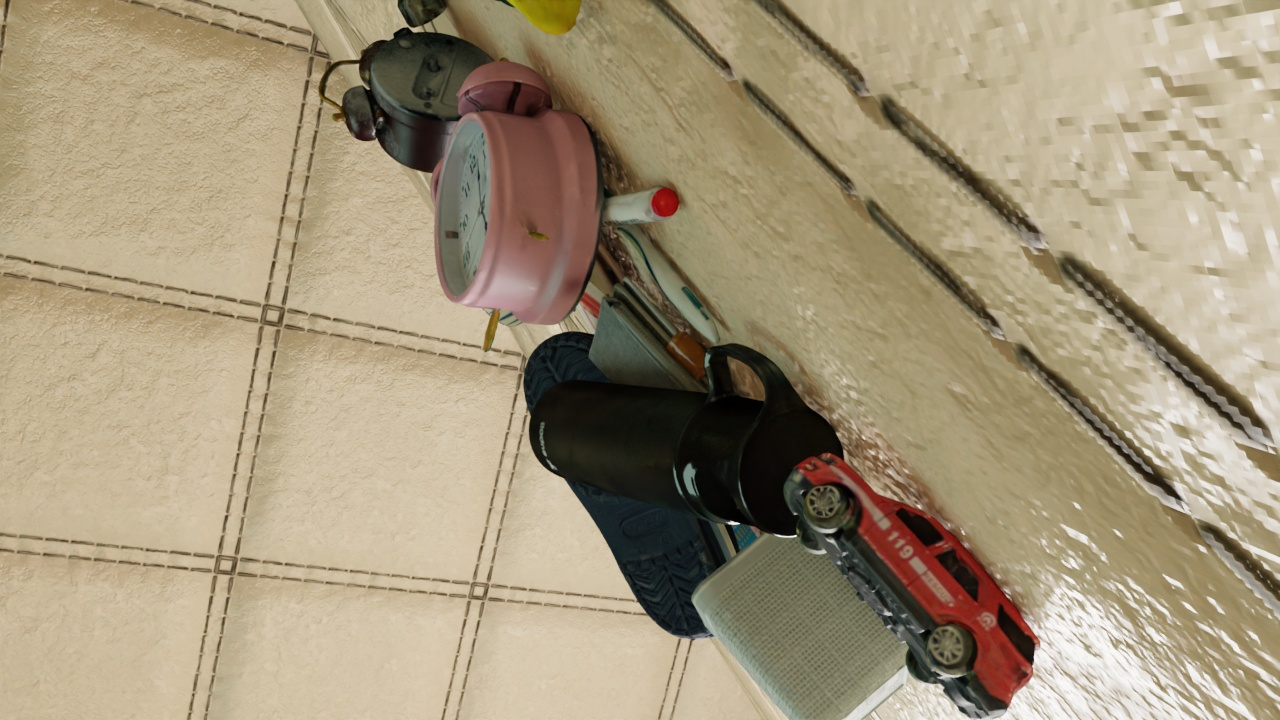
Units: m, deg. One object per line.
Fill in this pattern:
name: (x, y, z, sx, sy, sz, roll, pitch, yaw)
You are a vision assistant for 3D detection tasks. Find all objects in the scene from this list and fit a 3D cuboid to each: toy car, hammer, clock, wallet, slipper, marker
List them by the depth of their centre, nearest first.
toy car: (0.106, 0.086, 0.370, 0.120, 0.045, 0.053, 48, 167, 19)
hammer: (-0.106, -0.217, 0.472, 0.323, 0.032, 0.126, 45, 167, 53)
marker: (-0.017, -0.078, 0.479, 0.017, 0.017, 0.145, 59, 163, -18)
clock: (-0.075, -0.094, 0.506, 0.117, 0.059, 0.158, -57, 40, 44)
wallet: (0.024, 0.015, 0.579, 0.129, 0.037, 0.107, 46, 157, 12)
clock: (-0.145, -0.169, 0.593, 0.055, 0.122, 0.081, 115, 166, -54)
wallet: (-0.049, -0.093, 0.615, 0.115, 0.020, 0.101, 55, 175, -30)
slipper: (0.009, 0.083, 0.695, 0.095, 0.105, 0.252, -12, -109, -60)

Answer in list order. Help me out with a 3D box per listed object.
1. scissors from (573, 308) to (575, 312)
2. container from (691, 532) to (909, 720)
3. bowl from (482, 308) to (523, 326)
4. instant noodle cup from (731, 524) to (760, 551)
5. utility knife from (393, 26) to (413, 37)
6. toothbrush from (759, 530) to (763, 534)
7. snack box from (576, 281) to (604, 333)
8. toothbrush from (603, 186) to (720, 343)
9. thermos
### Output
scissors: (-0.121, -0.141, 0.805, 0.139, 0.021, 0.235, 22, 139, 53)
container: (0.105, 0.173, 0.578, 0.111, 0.090, 0.090, 48, 169, 30)
bowl: (-0.093, -0.091, 0.695, 0.116, 0.066, 0.116, 56, -161, -31)
instant noodle cup: (0.086, 0.190, 0.757, 0.110, 0.099, 0.099, 48, 172, 1)
utility knife: (-0.138, -0.182, 0.686, 0.033, 0.015, 0.176, 46, 174, 31)
toothbrush: (0.086, 0.096, 0.619, 0.015, 0.016, 0.190, 54, 171, 22)
snack box: (-0.004, 0.004, 0.757, 0.153, 0.025, 0.075, 61, 170, -30)
toothbrush: (-0.013, -0.077, 0.521, 0.191, 0.018, 0.016, 53, 172, 26)
thermos: (0.012, 0.037, 0.515, 0.243, 0.068, 0.090, -1, 95, 62)
